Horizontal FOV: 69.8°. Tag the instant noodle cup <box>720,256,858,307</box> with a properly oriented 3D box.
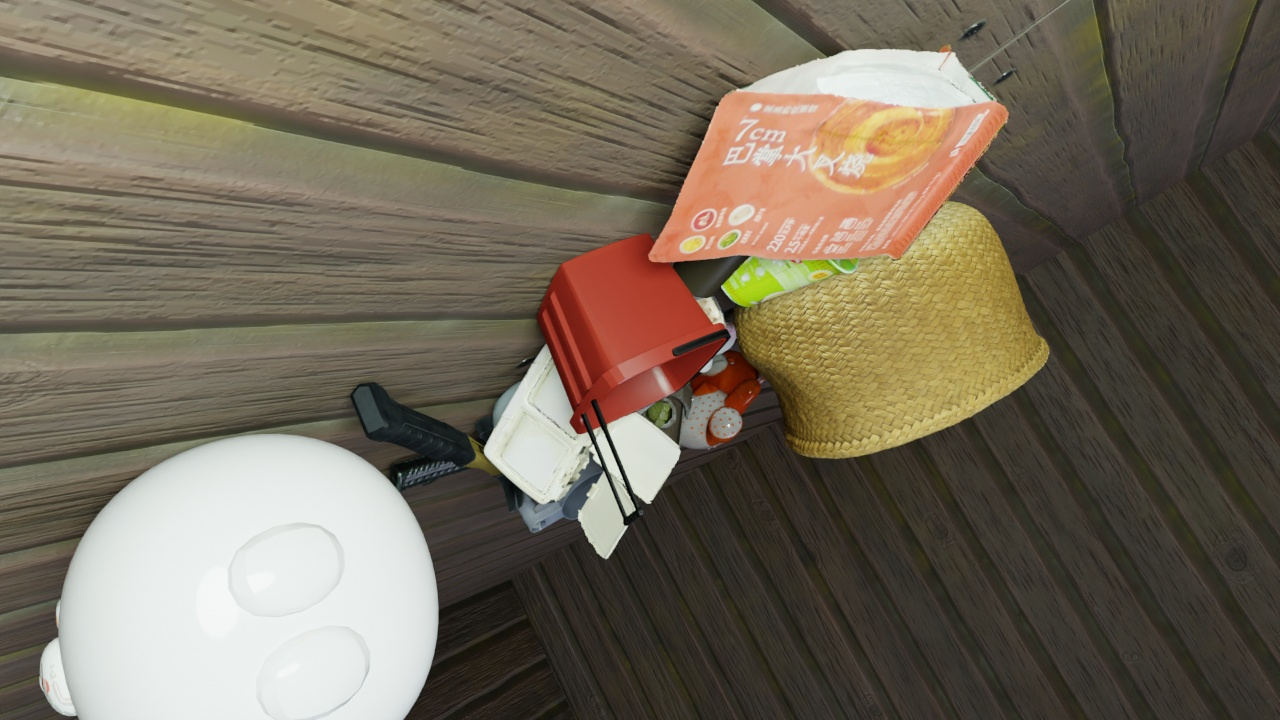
[{"bbox_3d":[0.126,-0.101,0.831,0.108,0.099,0.098,-28,171,34],"label":"instant noodle cup"}]

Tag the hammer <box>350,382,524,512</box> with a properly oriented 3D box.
[{"bbox_3d":[-0.182,0.082,0.885,0.025,0.118,0.333,-28,163,3],"label":"hammer"}]

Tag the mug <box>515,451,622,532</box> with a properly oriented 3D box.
[{"bbox_3d":[-0.099,0.131,1.081,0.123,0.104,0.084,-29,147,-16],"label":"mug"}]

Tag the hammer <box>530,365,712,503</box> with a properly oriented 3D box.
[{"bbox_3d":[-0.034,0.085,1.319,0.314,0.035,0.137,-36,-167,3],"label":"hammer"}]

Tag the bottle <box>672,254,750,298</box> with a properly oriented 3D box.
[{"bbox_3d":[0.097,-0.126,0.764,0.045,0.045,0.185,-15,155,-49],"label":"bottle"}]

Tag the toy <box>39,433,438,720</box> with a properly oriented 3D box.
[{"bbox_3d":[-0.299,0.192,0.695,0.265,0.262,0.282,-14,179,-42],"label":"toy"}]

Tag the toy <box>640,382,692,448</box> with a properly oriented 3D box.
[{"bbox_3d":[0.022,0.051,1.108,0.078,0.152,0.179,16,172,-2],"label":"toy"}]

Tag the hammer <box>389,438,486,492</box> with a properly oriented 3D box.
[{"bbox_3d":[-0.151,0.099,1.118,0.317,0.032,0.130,-15,142,-34],"label":"hammer"}]

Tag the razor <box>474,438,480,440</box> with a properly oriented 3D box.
[{"bbox_3d":[-0.165,0.096,1.159,0.043,0.022,0.144,13,-168,37],"label":"razor"}]

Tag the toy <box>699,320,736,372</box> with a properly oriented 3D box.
[{"bbox_3d":[0.091,-0.022,1.200,0.079,0.038,0.123,1,151,-43],"label":"toy"}]

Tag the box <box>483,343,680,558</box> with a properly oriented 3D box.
[{"bbox_3d":[-0.058,0.084,0.884,0.144,0.184,0.050,-60,157,14],"label":"box"}]

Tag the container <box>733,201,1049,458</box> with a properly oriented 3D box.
[{"bbox_3d":[0.258,-0.041,0.987,0.307,0.196,0.307,-23,-174,2],"label":"container"}]

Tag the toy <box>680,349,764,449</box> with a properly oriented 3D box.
[{"bbox_3d":[0.106,0.048,1.336,0.164,0.093,0.172,1,-136,42],"label":"toy"}]

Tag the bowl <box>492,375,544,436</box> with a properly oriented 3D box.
[{"bbox_3d":[-0.117,0.044,0.997,0.106,0.039,0.106,-27,168,-6],"label":"bowl"}]

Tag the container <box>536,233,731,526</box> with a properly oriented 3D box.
[{"bbox_3d":[0.001,0.016,0.756,0.126,0.200,0.148,-23,167,-24],"label":"container"}]

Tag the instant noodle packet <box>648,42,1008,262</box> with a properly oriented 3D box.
[{"bbox_3d":[0.124,-0.133,0.658,0.220,0.084,0.165,-14,152,-27],"label":"instant noodle packet"}]

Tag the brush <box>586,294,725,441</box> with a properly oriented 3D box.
[{"bbox_3d":[-0.006,0.006,0.984,0.056,0.083,0.272,-20,166,-39],"label":"brush"}]
